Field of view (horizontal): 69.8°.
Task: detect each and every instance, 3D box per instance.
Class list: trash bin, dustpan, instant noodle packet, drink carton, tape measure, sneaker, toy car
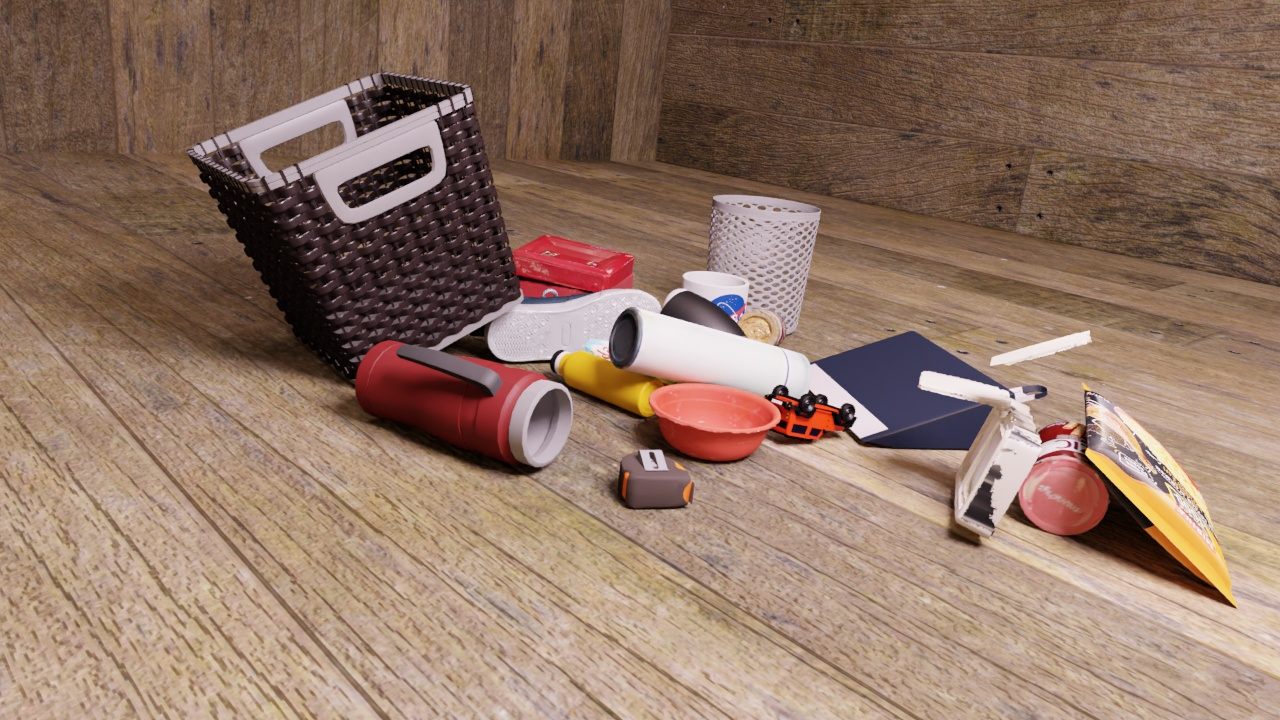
[{"bbox_3d":[0.173,-0.141,1.357,0.156,0.183,0.156,6,17,-2],"label":"trash bin"},{"bbox_3d":[0.349,0.043,1.081,0.273,0.080,0.236,-17,21,-5],"label":"dustpan"},{"bbox_3d":[0.453,0.107,0.814,0.160,0.032,0.220,47,28,7],"label":"instant noodle packet"},{"bbox_3d":[-0.006,0.006,1.068,0.129,0.044,0.038,11,18,9],"label":"drink carton"},{"bbox_3d":[0.011,0.099,0.787,0.058,0.038,0.058,2,18,-14],"label":"tape measure"},{"bbox_3d":[-0.092,-0.046,1.145,0.235,0.089,0.087,-5,16,-20],"label":"sneaker"},{"bbox_3d":[0.173,0.058,0.952,0.100,0.049,0.051,12,5,-34],"label":"toy car"}]

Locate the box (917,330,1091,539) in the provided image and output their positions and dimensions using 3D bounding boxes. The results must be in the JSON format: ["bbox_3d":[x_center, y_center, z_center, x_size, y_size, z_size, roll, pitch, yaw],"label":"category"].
[{"bbox_3d":[0.296,0.035,0.800,0.105,0.188,0.143,27,16,12],"label":"box"}]

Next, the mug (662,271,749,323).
[{"bbox_3d":[0.084,-0.068,1.252,0.121,0.090,0.091,-2,19,-25],"label":"mug"}]

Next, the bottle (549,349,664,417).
[{"bbox_3d":[-0.041,0.020,1.010,0.144,0.043,0.043,20,22,38],"label":"bottle"}]

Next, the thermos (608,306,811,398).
[{"bbox_3d":[0.079,0.000,0.987,0.229,0.068,0.068,15,11,-30],"label":"thermos"}]

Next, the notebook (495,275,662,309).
[{"bbox_3d":[-0.103,-0.105,1.443,0.181,0.010,0.253,-7,22,-35],"label":"notebook"}]

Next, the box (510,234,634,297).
[{"bbox_3d":[-0.099,-0.120,1.342,0.158,0.087,0.128,16,20,16],"label":"box"}]

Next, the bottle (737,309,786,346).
[{"bbox_3d":[0.160,-0.040,1.212,0.056,0.056,0.105,11,5,14],"label":"bottle"}]

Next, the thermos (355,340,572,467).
[{"bbox_3d":[-0.168,0.030,0.841,0.199,0.108,0.083,13,56,28],"label":"thermos"}]

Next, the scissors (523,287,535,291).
[{"bbox_3d":[-0.206,-0.061,1.164,0.171,0.012,0.157,-18,-2,0],"label":"scissors"}]

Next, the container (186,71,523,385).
[{"bbox_3d":[-0.300,-0.151,1.017,0.246,0.244,0.246,-33,36,-26],"label":"container"}]

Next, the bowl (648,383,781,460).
[{"bbox_3d":[0.070,0.064,0.904,0.130,0.045,0.130,5,17,-2],"label":"bowl"}]

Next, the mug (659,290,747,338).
[{"bbox_3d":[0.088,-0.025,1.160,0.100,0.085,0.119,32,-1,32],"label":"mug"}]

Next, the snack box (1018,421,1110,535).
[{"bbox_3d":[0.390,0.105,0.843,0.072,0.072,0.121,14,19,24],"label":"snack box"}]
